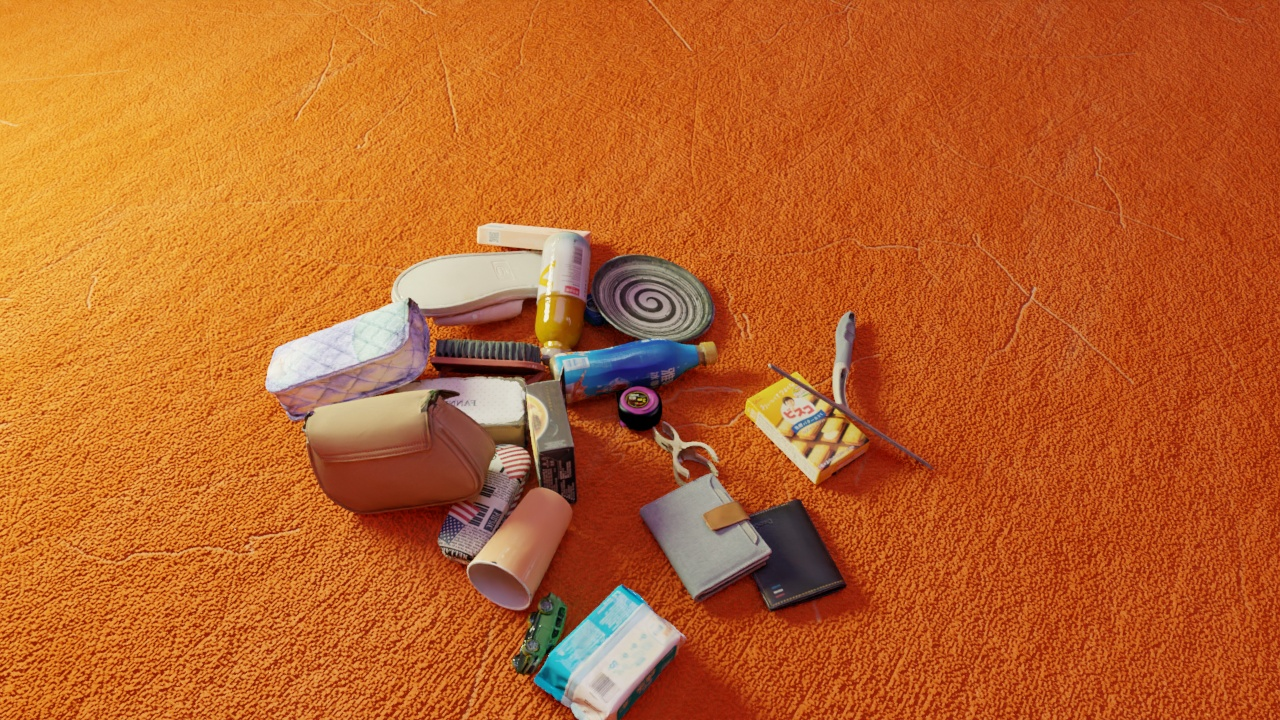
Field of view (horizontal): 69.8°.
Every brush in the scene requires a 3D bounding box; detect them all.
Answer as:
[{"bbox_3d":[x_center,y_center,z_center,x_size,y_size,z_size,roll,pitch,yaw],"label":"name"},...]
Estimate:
[{"bbox_3d":[-0.197,0.012,1.199,0.146,0.063,0.069,2,79,-2],"label":"brush"}]

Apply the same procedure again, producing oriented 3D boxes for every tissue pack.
[{"bbox_3d":[-0.028,0.303,0.933,0.090,0.063,0.139,35,57,24],"label":"tissue pack"}]

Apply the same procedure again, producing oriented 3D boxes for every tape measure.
[{"bbox_3d":[-0.001,0.062,1.168,0.057,0.039,0.057,-12,45,-12],"label":"tape measure"},{"bbox_3d":[-0.059,-0.072,1.296,0.054,0.025,0.058,31,44,25],"label":"tape measure"}]

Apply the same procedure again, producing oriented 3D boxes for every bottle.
[{"bbox_3d":[-0.007,0.007,1.200,0.218,0.065,0.065,-10,49,-11],"label":"bottle"},{"bbox_3d":[-0.108,-0.083,1.255,0.068,0.068,0.189,3,68,1],"label":"bottle"}]

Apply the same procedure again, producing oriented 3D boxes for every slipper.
[{"bbox_3d":[-0.216,-0.101,1.297,0.273,0.055,0.114,-13,52,-29],"label":"slipper"}]

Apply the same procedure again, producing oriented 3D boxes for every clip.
[{"bbox_3d":[0.063,0.112,1.130,0.092,0.035,0.103,-10,41,-5],"label":"clip"}]

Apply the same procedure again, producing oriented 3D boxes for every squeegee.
[{"bbox_3d":[0.269,0.012,1.211,0.246,0.039,0.245,31,36,-11],"label":"squeegee"}]

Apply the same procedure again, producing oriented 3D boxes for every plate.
[{"bbox_3d":[0.017,-0.082,1.293,0.179,0.024,0.179,9,46,-9],"label":"plate"}]

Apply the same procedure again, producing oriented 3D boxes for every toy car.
[{"bbox_3d":[-0.105,0.287,0.958,0.036,0.043,0.091,30,42,-5],"label":"toy car"}]

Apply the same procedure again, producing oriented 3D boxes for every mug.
[{"bbox_3d":[-0.127,0.204,1.017,0.078,0.078,0.122,19,45,15],"label":"mug"}]

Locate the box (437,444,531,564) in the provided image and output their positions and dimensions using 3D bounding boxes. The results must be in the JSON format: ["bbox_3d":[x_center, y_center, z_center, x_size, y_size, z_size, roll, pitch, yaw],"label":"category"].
[{"bbox_3d":[-0.178,0.167,1.071,0.071,0.057,0.163,-1,42,30],"label":"box"}]

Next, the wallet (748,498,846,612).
[{"bbox_3d":[0.165,0.220,1.045,0.096,0.020,0.122,-14,48,-13],"label":"wallet"}]

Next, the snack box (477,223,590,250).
[{"bbox_3d":[-0.156,-0.183,1.365,0.157,0.026,0.084,6,14,4],"label":"snack box"}]

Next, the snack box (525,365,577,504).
[{"bbox_3d":[-0.103,0.090,1.089,0.053,0.113,0.125,-9,48,-10],"label":"snack box"}]

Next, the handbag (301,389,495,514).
[{"bbox_3d":[-0.272,0.098,1.040,0.205,0.148,0.099,-9,39,15],"label":"handbag"}]

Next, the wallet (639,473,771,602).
[{"bbox_3d":[0.074,0.195,1.043,0.106,0.037,0.129,-27,51,-11],"label":"wallet"}]

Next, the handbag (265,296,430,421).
[{"bbox_3d":[-0.366,0.000,1.158,0.194,0.076,0.134,-19,37,2],"label":"handbag"}]

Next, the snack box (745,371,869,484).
[{"bbox_3d":[0.209,0.083,1.159,0.086,0.034,0.140,-26,52,-24],"label":"snack box"}]

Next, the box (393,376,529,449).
[{"bbox_3d":[-0.230,0.070,1.143,0.184,0.060,0.089,-1,47,0],"label":"box"}]
